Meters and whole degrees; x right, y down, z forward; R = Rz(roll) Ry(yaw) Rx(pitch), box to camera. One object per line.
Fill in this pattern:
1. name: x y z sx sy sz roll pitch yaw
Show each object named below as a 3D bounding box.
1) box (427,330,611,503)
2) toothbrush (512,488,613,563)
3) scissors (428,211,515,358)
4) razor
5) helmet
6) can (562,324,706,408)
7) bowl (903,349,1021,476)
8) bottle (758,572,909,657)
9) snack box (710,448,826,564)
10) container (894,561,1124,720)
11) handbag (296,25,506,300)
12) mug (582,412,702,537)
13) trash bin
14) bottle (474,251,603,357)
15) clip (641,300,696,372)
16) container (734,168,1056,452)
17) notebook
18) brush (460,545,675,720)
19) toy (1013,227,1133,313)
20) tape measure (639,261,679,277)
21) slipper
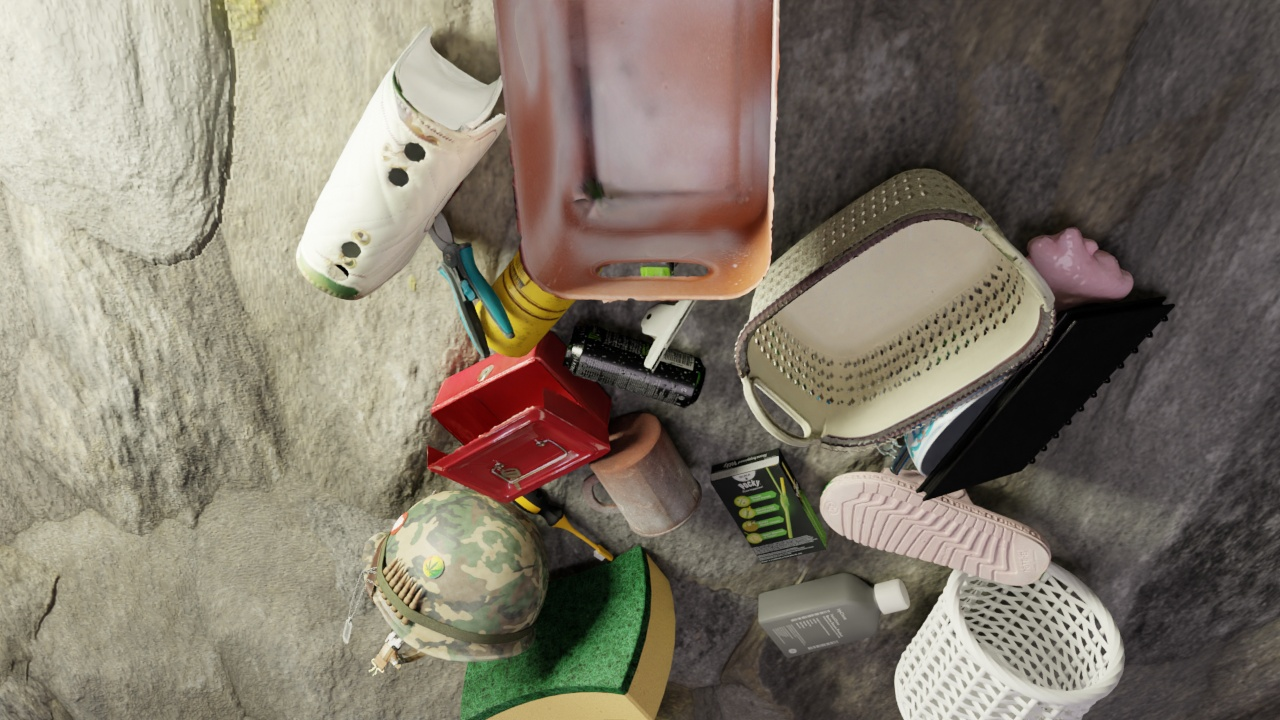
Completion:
1. box: -0.124 0.060 0.957 0.158 0.117 0.135 -27 136 23
2. toothbrush: -0.103 0.184 1.085 0.031 0.031 0.196 -41 115 17
3. scissors: -0.157 -0.072 0.840 0.151 0.019 0.130 23 115 32
4. razor: 0.223 0.063 0.947 0.144 0.022 0.042 36 86 -15
5. helmet: -0.218 0.261 1.056 0.224 0.192 0.236 19 101 21
6. can: -0.005 0.005 0.910 0.137 0.053 0.054 17 129 -5
7. bowl: 0.297 0.034 0.861 0.143 0.074 0.144 -24 146 -17
8. bottle: 0.240 0.306 1.123 0.174 0.046 0.084 -22 123 24
9. snack box: 0.146 0.167 1.038 0.080 0.025 0.147 -18 124 21
10. container: 0.408 0.344 1.039 0.189 0.188 0.187 11 131 -1
11. handbag: -0.196 -0.155 0.754 0.096 0.141 0.199 32 127 -20
12. mug: -0.010 0.126 0.986 0.123 0.096 0.110 -20 117 16
13. trash bin: 0.007 -0.189 0.664 0.181 0.157 0.260 1 118 8
14. bottle: -0.086 -0.078 0.843 0.071 0.070 0.164 33 126 -18
15. clip: 0.029 -0.032 0.879 0.040 0.101 0.054 36 169 -20
16. container: 0.206 -0.044 0.783 0.184 0.143 0.252 39 124 -23
17. notebook: 0.371 0.037 0.844 0.168 0.019 0.232 -8 139 -34
18. brush: -0.086 0.347 1.108 0.251 0.194 0.075 -21 123 23
19. toy: 0.364 -0.076 0.789 0.099 0.052 0.096 -17 132 26
20. tape measure: 0.018 -0.098 0.819 0.036 0.058 0.066 0 127 7
21. slipper: 0.317 0.167 0.989 0.239 0.064 0.094 18 127 11
